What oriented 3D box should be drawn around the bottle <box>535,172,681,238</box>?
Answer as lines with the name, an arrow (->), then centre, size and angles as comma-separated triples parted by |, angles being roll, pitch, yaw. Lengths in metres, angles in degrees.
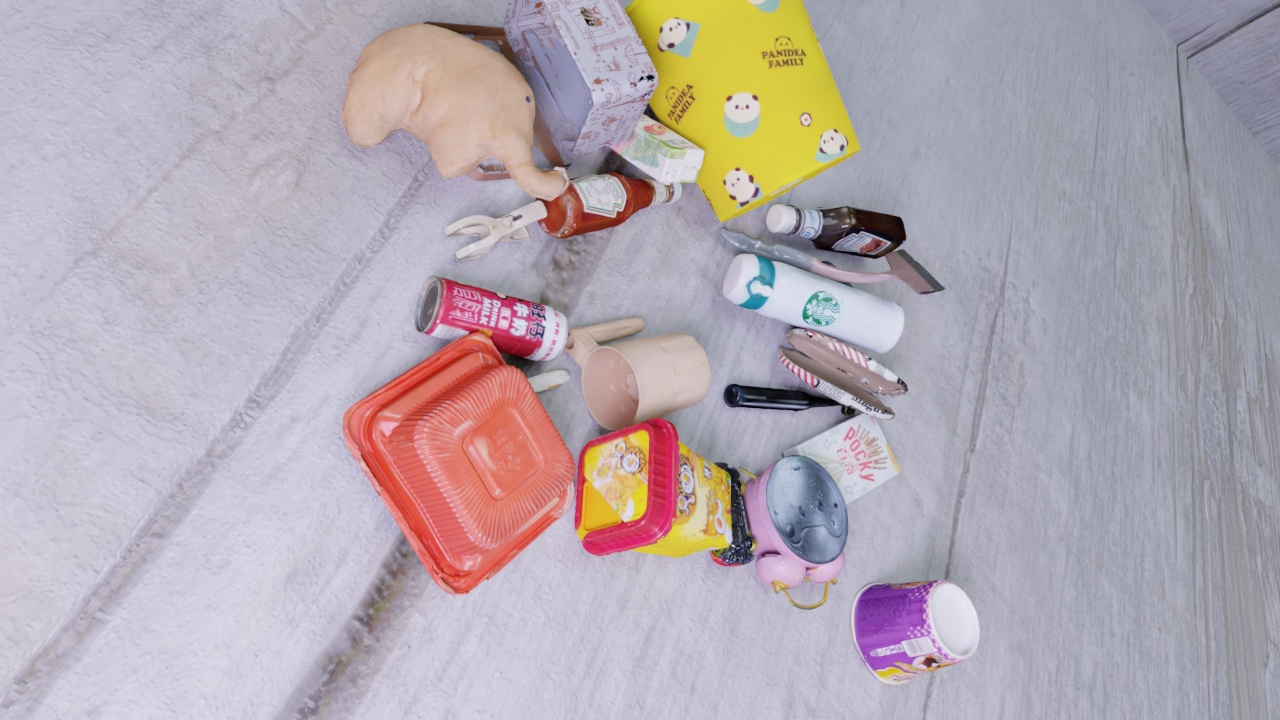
bottle -> -0.027, -0.175, 0.995 | 0.205, 0.060, 0.060 | -22, 83, -48

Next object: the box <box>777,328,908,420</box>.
box -> 0.234, 0.026, 1.093 | 0.163, 0.075, 0.081 | 26, 81, -13

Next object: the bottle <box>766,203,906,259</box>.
bottle -> 0.252, -0.172, 1.194 | 0.194, 0.080, 0.044 | 5, 69, -29

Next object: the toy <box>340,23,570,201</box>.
toy -> -0.162, -0.233, 0.856 | 0.226, 0.082, 0.143 | 21, 80, 1

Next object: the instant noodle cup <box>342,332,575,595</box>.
instant noodle cup -> -0.132, 0.083, 0.761 | 0.164, 0.079, 0.189 | -40, 107, -39

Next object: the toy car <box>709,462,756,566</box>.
toy car -> 0.086, 0.157, 0.936 | 0.049, 0.031, 0.106 | 7, 66, -36

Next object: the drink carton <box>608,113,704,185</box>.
drink carton -> 0.011, -0.237, 1.024 | 0.053, 0.046, 0.122 | -9, 38, -39

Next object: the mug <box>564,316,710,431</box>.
mug -> -0.005, 0.005, 0.917 | 0.103, 0.084, 0.124 | -14, 51, -42

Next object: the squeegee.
squeegee -> 0.215, -0.121, 1.111 | 0.249, 0.040, 0.247 | 12, 18, 2

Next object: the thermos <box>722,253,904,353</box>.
thermos -> 0.202, -0.068, 1.079 | 0.224, 0.073, 0.073 | 16, 59, -22

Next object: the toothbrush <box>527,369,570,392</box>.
toothbrush -> -0.137, 0.035, 0.836 | 0.190, 0.018, 0.016 | -17, 84, -44

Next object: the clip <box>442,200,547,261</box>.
clip -> -0.144, -0.125, 0.894 | 0.096, 0.062, 0.034 | -25, 84, -32

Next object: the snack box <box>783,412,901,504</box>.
snack box -> 0.238, 0.119, 1.077 | 0.156, 0.027, 0.084 | -19, 81, -41

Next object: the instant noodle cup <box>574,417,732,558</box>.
instant noodle cup -> 0.018, 0.128, 0.851 | 0.123, 0.116, 0.116 | 27, 53, -39

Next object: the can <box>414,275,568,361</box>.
can -> -0.135, -0.036, 0.844 | 0.132, 0.053, 0.053 | 14, 61, -32

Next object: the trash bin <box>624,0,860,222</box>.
trash bin -> 0.119, -0.317, 1.075 | 0.228, 0.230, 0.255 | -30, 94, -43

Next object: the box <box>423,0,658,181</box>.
box -> -0.120, -0.296, 0.937 | 0.192, 0.157, 0.183 | -23, 80, -23

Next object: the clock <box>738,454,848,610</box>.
clock -> 0.163, 0.181, 0.966 | 0.117, 0.060, 0.158 | 2, 66, -38

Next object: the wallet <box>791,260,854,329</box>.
wallet -> 0.232, -0.066, 1.159 | 0.090, 0.033, 0.115 | 51, 49, -3

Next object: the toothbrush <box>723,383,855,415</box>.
toothbrush -> 0.182, 0.048, 1.070 | 0.212, 0.026, 0.027 | 7, 99, -37

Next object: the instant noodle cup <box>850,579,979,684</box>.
instant noodle cup -> 0.303, 0.288, 0.996 | 0.111, 0.099, 0.111 | 19, 57, -31
